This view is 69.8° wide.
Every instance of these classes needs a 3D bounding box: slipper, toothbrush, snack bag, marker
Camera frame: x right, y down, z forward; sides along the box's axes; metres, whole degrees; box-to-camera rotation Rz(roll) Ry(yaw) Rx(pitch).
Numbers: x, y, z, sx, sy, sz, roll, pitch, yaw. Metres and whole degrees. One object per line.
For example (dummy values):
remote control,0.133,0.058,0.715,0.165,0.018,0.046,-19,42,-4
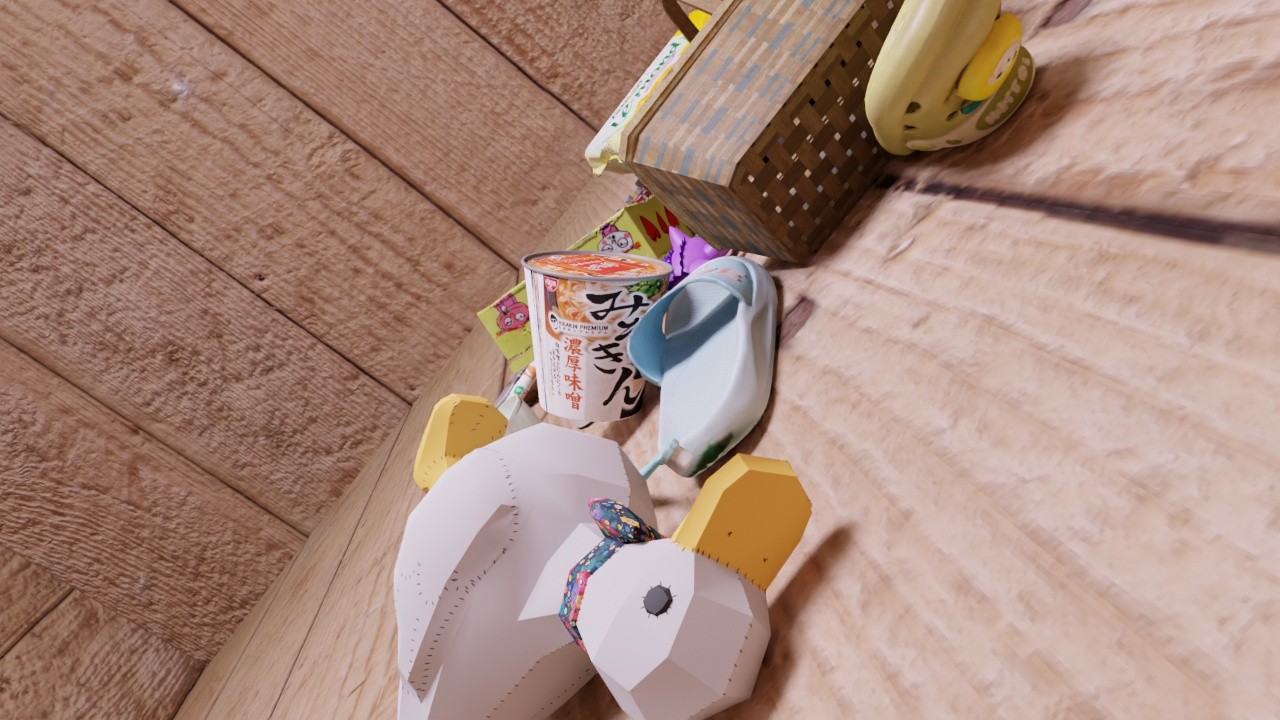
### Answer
slipper,0.039,-0.014,0.633,0.104,0.074,0.244,-45,17,24
toothbrush,0.002,0.076,0.581,0.016,0.016,0.181,-57,2,-21
snack bag,0.048,-0.299,1.013,0.247,0.068,0.160,-53,21,-3
marker,-0.121,0.006,1.076,0.145,0.017,0.017,-58,14,-21
slipper,0.183,-0.162,0.540,0.091,0.081,0.190,-61,-13,5

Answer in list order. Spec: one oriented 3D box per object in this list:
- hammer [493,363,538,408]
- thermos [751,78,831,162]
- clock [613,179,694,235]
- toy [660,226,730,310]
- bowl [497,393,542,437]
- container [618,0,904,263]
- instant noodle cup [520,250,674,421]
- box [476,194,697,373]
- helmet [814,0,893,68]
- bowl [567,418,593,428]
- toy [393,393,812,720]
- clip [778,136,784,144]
hammer,-0.117,0.042,1.085,0.301,0.037,0.217,-29,27,57
thermos,0.163,-0.309,0.944,0.198,0.086,0.086,-53,14,-4
clock,0.013,-0.163,1.077,0.117,0.081,0.158,-47,14,21
toy,0.044,-0.085,0.829,0.106,0.056,0.087,-42,21,32
bowl,-0.141,0.099,0.963,0.118,0.061,0.117,-49,14,17
container,0.098,-0.212,0.681,0.250,0.157,0.186,-52,44,3
instant noodle cup,-0.038,-0.021,0.759,0.123,0.123,0.122,-105,18,-73
box,-0.054,-0.084,0.976,0.221,0.082,0.124,-30,6,27
helmet,0.172,-0.374,0.781,0.254,0.234,0.233,-36,44,11
bowl,-0.051,0.002,0.909,0.118,0.062,0.118,-48,14,16
toy,-0.044,0.115,0.471,0.247,0.141,0.267,-53,31,3
clip,0.134,-0.197,0.824,0.056,0.046,0.102,-46,-6,-4
